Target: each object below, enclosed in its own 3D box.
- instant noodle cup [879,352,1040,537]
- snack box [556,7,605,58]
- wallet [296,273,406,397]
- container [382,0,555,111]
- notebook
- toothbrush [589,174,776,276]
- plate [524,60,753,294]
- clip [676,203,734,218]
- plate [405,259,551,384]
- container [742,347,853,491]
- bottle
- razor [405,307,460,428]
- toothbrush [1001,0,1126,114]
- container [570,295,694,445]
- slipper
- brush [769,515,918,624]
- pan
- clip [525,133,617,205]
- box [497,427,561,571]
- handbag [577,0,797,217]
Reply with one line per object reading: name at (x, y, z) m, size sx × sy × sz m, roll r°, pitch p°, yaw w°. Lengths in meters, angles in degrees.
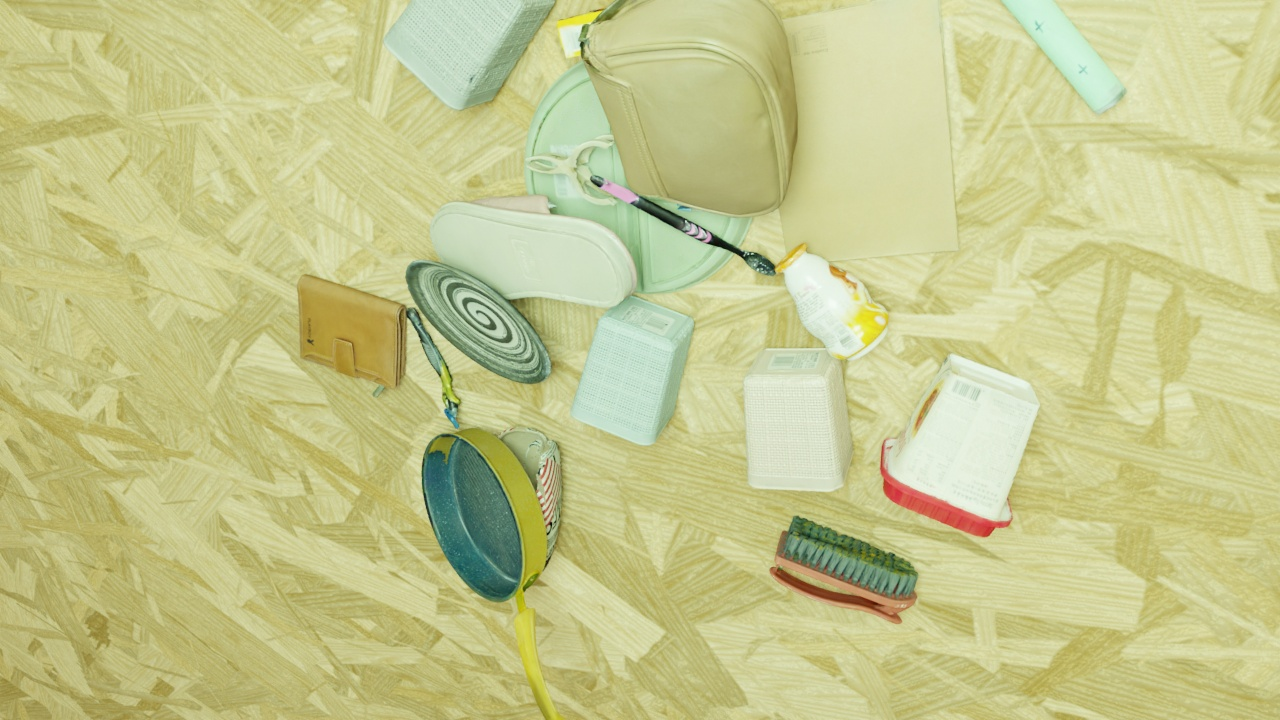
instant noodle cup at (0.283, 0.070, 0.803) m, size 0.117 × 0.116 × 0.124 m, roll 22°, pitch 110°, yaw 9°
snack box at (0.013, -0.278, 0.740) m, size 0.141 × 0.086 × 0.034 m, roll -2°, pitch 115°, yaw 23°
wallet at (-0.327, -0.027, 1.040) m, size 0.131 × 0.035 × 0.119 m, roll 16°, pitch 115°, yaw 14°
container at (-0.144, -0.294, 0.795) m, size 0.090 × 0.090 × 0.115 m, roll 44°, pitch 120°, yaw -4°
notebook at (0.180, -0.186, 0.766) m, size 0.150 × 0.012 × 0.212 m, roll -3°, pitch 115°, yaw 24°
toothbrush at (0.040, -0.117, 0.807) m, size 0.189 × 0.017 × 0.014 m, roll 25°, pitch 114°, yaw -14°
plate at (-0.006, -0.165, 0.842) m, size 0.230 × 0.027 × 0.230 m, roll 9°, pitch 118°, yaw 17°
clip at (0.061, -0.136, 0.800) m, size 0.057 × 0.024 × 0.028 m, roll 2°, pitch 120°, yaw 13°
plate at (-0.161, -0.042, 0.933) m, size 0.179 × 0.024 × 0.180 m, roll 29°, pitch 153°, yaw 16°
container at (0.146, 0.051, 0.857) m, size 0.090 × 0.090 × 0.111 m, roll 0°, pitch 113°, yaw 22°
bottle at (0.166, -0.053, 0.808) m, size 0.108 × 0.063 × 0.063 m, roll 47°, pitch 122°, yaw -6°
razor at (-0.227, 0.005, 1.021) m, size 0.043 × 0.022 × 0.143 m, roll 19°, pitch 131°, yaw 65°
toothbrush at (0.277, -0.272, 0.674) m, size 0.224 × 0.026 × 0.027 m, roll 47°, pitch 144°, yaw -6°
container at (-0.005, 0.005, 0.893) m, size 0.090 × 0.090 × 0.112 m, roll 20°, pitch 118°, yaw 11°
slipper at (-0.103, -0.105, 0.865) m, size 0.275 × 0.054 × 0.114 m, roll 10°, pitch 133°, yaw 43°
brush at (0.208, 0.218, 0.932) m, size 0.146 × 0.063 × 0.069 m, roll 20°, pitch 109°, yaw 9°
pan at (-0.146, 0.237, 0.989) m, size 0.357 × 0.078 × 0.198 m, roll 54°, pitch 139°, yaw 19°
clip at (-0.049, -0.181, 0.815) m, size 0.099 × 0.035 × 0.098 m, roll 37°, pitch 128°, yaw 9°
box at (-0.129, 0.156, 1.025) m, size 0.085 × 0.075 × 0.162 m, roll 9°, pitch 120°, yaw 12°
handbag at (0.045, -0.196, 0.698) m, size 0.148 × 0.099 × 0.204 m, roll 7°, pitch 156°, yaw 16°
